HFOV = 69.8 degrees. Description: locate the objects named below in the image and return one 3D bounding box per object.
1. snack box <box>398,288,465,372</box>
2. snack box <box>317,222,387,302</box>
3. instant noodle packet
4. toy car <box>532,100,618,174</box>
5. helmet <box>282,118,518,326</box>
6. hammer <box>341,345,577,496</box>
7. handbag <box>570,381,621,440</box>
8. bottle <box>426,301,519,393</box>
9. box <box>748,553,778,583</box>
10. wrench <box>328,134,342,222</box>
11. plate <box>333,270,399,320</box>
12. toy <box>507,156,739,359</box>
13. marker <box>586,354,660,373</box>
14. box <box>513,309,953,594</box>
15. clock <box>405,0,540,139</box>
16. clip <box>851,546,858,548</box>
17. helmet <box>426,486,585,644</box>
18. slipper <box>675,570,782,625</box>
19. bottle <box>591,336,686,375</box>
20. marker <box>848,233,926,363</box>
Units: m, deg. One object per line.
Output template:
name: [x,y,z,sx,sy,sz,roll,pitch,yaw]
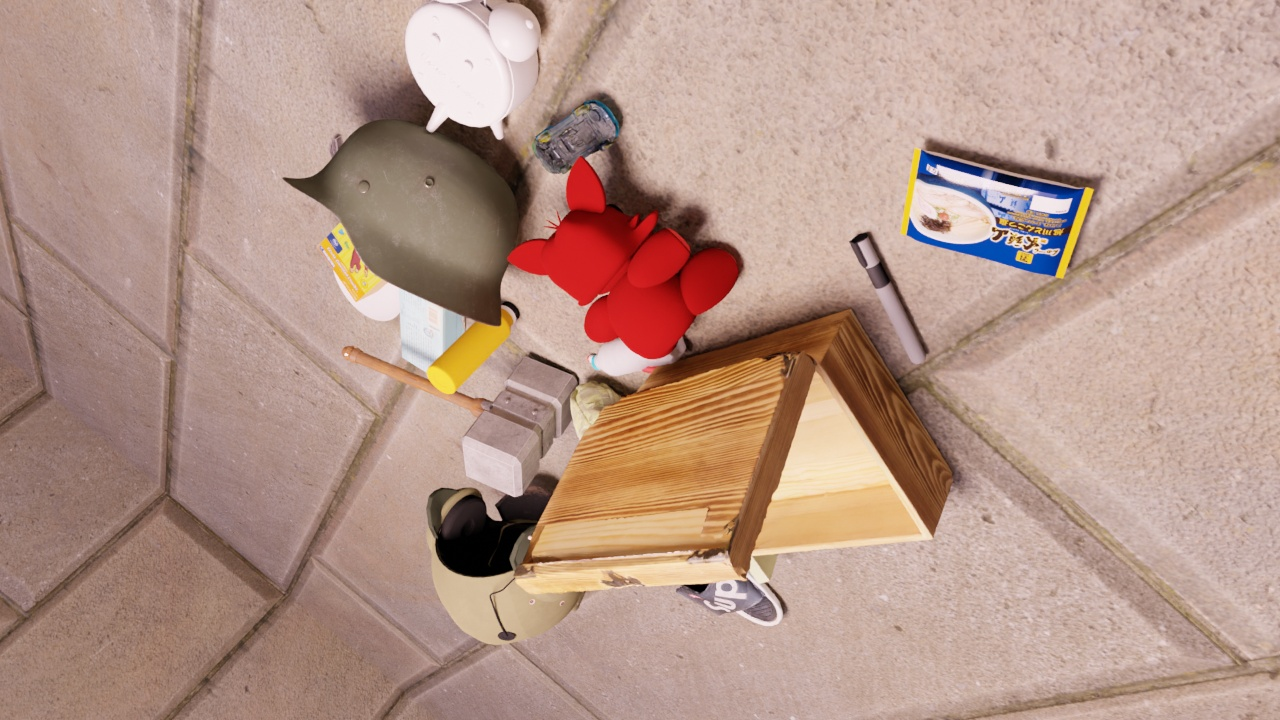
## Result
snack box: [-0.282,-0.053,1.243,0.075,0.053,0.175,30,140,13]
snack box: [-0.349,-0.144,1.182,0.126,0.040,0.088,-29,97,42]
instant noodle packet: [0.278,-0.118,0.732,0.134,0.026,0.087,21,142,23]
toy car: [-0.062,-0.221,0.904,0.106,0.032,0.048,-21,113,43]
helmet: [-0.235,-0.167,0.982,0.267,0.154,0.227,27,-175,-15]
hammer: [-0.259,0.042,1.206,0.318,0.162,0.083,21,140,14]
handbag: [-0.015,0.093,1.123,0.186,0.117,0.113,-119,12,-54]
bottle: [-0.202,-0.020,1.134,0.043,0.143,0.043,23,140,20]
box: [0.097,0.198,1.163,0.098,0.082,0.188,-22,114,36]
wrench: [-0.388,-0.193,1.222,0.070,0.010,0.274,35,143,5]
plate: [-0.368,-0.118,1.248,0.135,0.011,0.135,17,124,27]
toy: [-0.019,-0.092,0.926,0.197,0.120,0.159,39,131,-7]
marker: [-0.007,0.006,1.109,0.142,0.012,0.013,10,134,33]
box: [0.081,0.135,0.900,0.280,0.335,0.286,-17,114,45]
clock: [-0.167,-0.291,0.885,0.125,0.072,0.161,39,143,0]
clip: [0.263,0.200,1.075,0.049,0.025,0.061,9,127,28]
helmet: [-0.172,0.269,1.297,0.251,0.254,0.233,13,132,32]
slipper: [0.084,0.295,1.290,0.264,0.062,0.111,46,142,-5]
bottle: [-0.008,-0.009,1.066,0.137,0.044,0.044,-14,119,47]
marker: [0.230,-0.055,0.844,0.016,0.016,0.140,-9,122,45]
